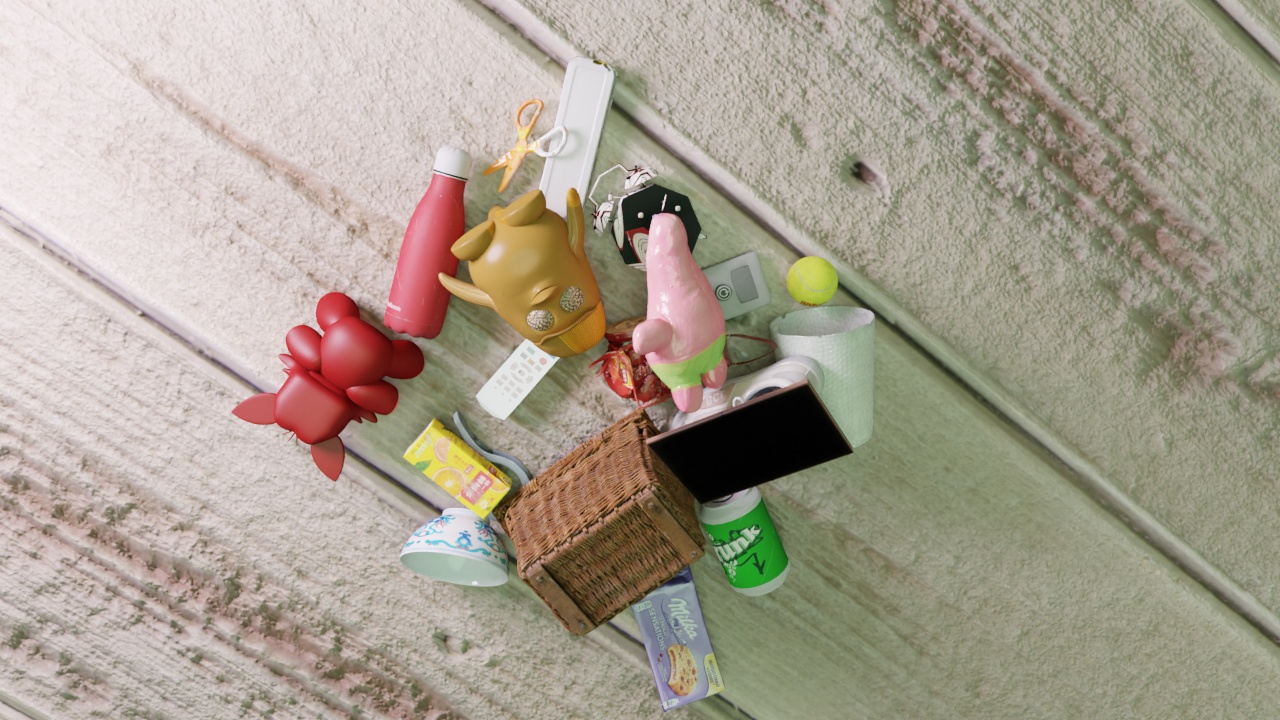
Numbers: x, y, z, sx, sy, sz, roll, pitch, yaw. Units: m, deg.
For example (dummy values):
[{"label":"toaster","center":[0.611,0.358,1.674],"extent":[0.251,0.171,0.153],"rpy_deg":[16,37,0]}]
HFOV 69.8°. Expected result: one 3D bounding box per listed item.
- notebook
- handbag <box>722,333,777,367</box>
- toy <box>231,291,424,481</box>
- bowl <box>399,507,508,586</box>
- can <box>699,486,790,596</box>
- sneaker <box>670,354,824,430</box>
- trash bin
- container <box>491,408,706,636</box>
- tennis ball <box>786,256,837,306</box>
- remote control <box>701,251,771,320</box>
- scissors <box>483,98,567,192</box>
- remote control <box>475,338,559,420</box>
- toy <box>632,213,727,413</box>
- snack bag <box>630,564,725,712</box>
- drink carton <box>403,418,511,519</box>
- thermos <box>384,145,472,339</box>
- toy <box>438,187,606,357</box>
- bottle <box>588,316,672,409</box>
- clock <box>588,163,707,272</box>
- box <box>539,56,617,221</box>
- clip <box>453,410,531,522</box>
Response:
[{"label":"notebook","center":[0.133,0.103,1.107],"extent":[0.209,0.008,0.141],"rpy_deg":[-23,130,21]},{"label":"handbag","center":[0.124,-0.014,1.187],"extent":[0.120,0.029,0.055],"rpy_deg":[-4,105,41]},{"label":"toy","center":[-0.386,0.029,1.153],"extent":[0.158,0.120,0.197],"rpy_deg":[37,87,-13]},{"label":"bowl","center":[-0.239,0.242,1.218],"extent":[0.144,0.144,0.074],"rpy_deg":[13,61,-7]},{"label":"can","center":[0.142,0.242,1.249],"extent":[0.088,0.087,0.140],"rpy_deg":[-24,103,1]},{"label":"sneaker","center":[0.117,0.072,1.158],"extent":[0.243,0.090,0.089],"rpy_deg":[-30,98,38]},{"label":"trash bin","center":[0.242,0.024,1.193],"extent":[0.133,0.133,0.161],"rpy_deg":[-10,107,-2]},{"label":"container","center":[-0.044,0.216,1.167],"extent":[0.250,0.183,0.162],"rpy_deg":[-35,112,3]},{"label":"tennis ball","center":[0.223,-0.103,1.191],"extent":[0.065,0.065,0.065],"rpy_deg":[-1,102,-4]},{"label":"remote control","center":[0.092,-0.085,1.210],"extent":[0.151,0.019,0.074],"rpy_deg":[-20,103,0]},{"label":"scissors","center":[-0.141,-0.256,1.145],"extent":[0.097,0.012,0.133],"rpy_deg":[33,103,14]},{"label":"remote control","center":[-0.155,0.012,1.210],"extent":[0.049,0.024,0.143],"rpy_deg":[41,92,-7]},{"label":"toy","center":[0.046,-0.061,1.106],"extent":[0.097,0.191,0.237],"rpy_deg":[-3,111,27]},{"label":"snack bag","center":[0.047,0.385,1.289],"extent":[0.096,0.058,0.205],"rpy_deg":[-16,100,-3]},{"label":"drink carton","center":[-0.236,0.142,1.197],"extent":[0.134,0.043,0.058],"rpy_deg":[41,97,-12]},{"label":"thermos","center":[-0.259,-0.148,1.145],"extent":[0.073,0.073,0.240],"rpy_deg":[15,100,-7]},{"label":"toy","center":[-0.121,-0.091,1.121],"extent":[0.199,0.162,0.203],"rpy_deg":[-32,110,6]},{"label":"bottle","center":[-0.007,0.007,1.185],"extent":[0.099,0.099,0.111],"rpy_deg":[-14,106,-1]},{"label":"clock","center":[0.004,-0.179,1.160],"extent":[0.154,0.065,0.115],"rpy_deg":[42,96,-12]},{"label":"box","center":[-0.081,-0.273,1.153],"extent":[0.064,0.033,0.209],"rpy_deg":[14,100,-4]},{"label":"clip","center":[-0.196,0.131,1.234],"extent":[0.127,0.028,0.167],"rpy_deg":[-38,103,4]}]
